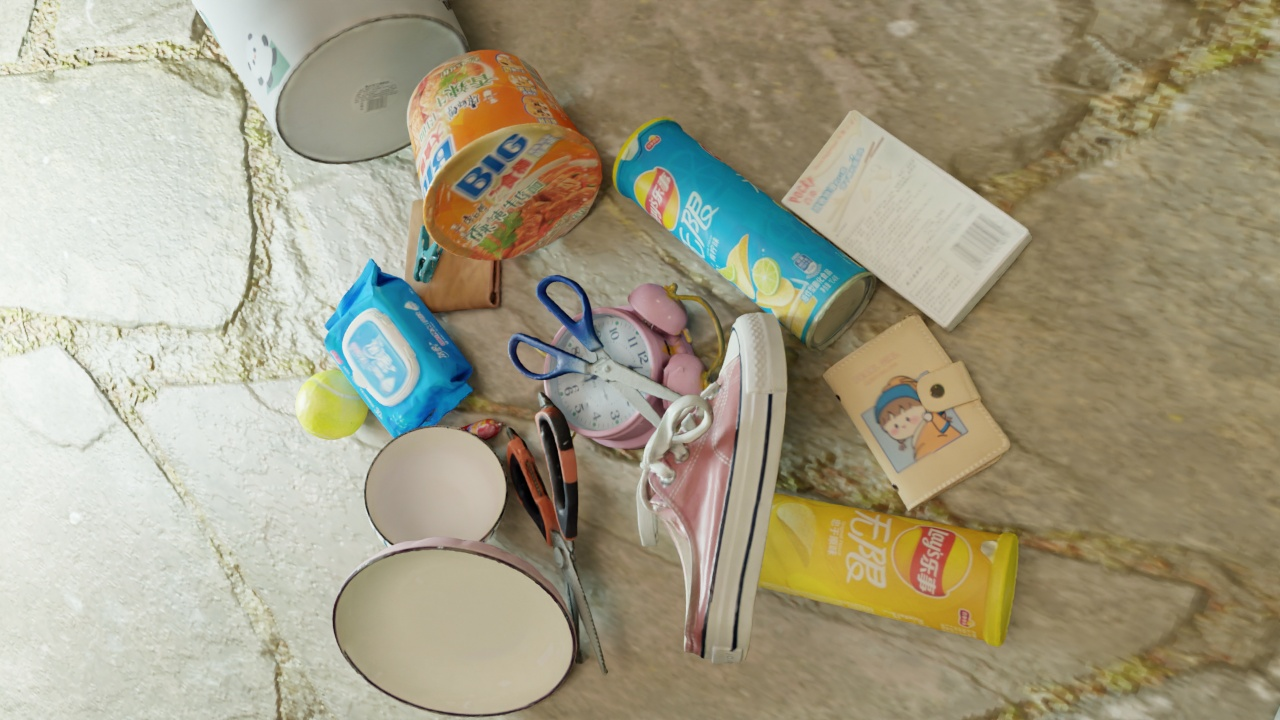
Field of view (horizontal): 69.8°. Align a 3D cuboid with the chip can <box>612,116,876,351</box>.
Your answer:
[{"bbox_3d":[0.073,-0.098,0.685,0.210,0.071,0.071,43,104,25],"label":"chip can"}]

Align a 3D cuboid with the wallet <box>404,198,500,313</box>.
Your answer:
[{"bbox_3d":[-0.173,-0.100,0.844,0.101,0.020,0.115,-4,80,26],"label":"wallet"}]

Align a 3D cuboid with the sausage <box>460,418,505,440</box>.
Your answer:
[{"bbox_3d":[-0.185,0.080,0.828,0.156,0.020,0.020,-23,74,23],"label":"sausage"}]

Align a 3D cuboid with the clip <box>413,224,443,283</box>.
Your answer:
[{"bbox_3d":[-0.193,-0.097,0.835,0.037,0.013,0.055,10,85,30],"label":"clip"}]

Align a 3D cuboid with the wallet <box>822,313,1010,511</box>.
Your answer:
[{"bbox_3d":[0.192,0.033,0.637,0.087,0.024,0.115,-38,67,24],"label":"wallet"}]

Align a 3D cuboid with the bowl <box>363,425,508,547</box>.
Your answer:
[{"bbox_3d":[-0.173,0.120,0.779,0.116,0.066,0.116,5,61,-10],"label":"bowl"}]

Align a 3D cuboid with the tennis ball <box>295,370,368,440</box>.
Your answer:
[{"bbox_3d":[-0.289,0.042,0.860,0.066,0.065,0.065,-4,82,27],"label":"tennis ball"}]

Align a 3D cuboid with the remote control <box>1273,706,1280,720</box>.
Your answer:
[{"bbox_3d":[0.395,0.195,0.513,0.056,0.020,0.136,23,95,28],"label":"remote control"}]

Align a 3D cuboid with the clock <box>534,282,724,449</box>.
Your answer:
[{"bbox_3d":[-0.004,0.004,0.720,0.159,0.059,0.117,-24,73,23],"label":"clock"}]

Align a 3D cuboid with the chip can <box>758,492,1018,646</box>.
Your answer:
[{"bbox_3d":[0.139,0.134,0.624,0.214,0.072,0.072,6,87,29],"label":"chip can"}]

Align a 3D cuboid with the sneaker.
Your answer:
[{"bbox_3d":[0.044,0.071,0.601,0.088,0.118,0.240,9,64,6],"label":"sneaker"}]

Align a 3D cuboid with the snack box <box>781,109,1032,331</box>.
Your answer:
[{"bbox_3d":[0.185,-0.100,0.653,0.157,0.026,0.085,44,104,25],"label":"snack box"}]

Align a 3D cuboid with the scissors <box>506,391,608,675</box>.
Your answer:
[{"bbox_3d":[-0.066,0.133,0.730,0.224,0.015,0.189,51,141,38],"label":"scissors"}]

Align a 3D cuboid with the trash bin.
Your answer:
[{"bbox_3d":[-0.289,-0.333,0.825,0.230,0.229,0.252,-36,74,19],"label":"trash bin"}]

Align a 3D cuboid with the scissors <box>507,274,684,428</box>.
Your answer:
[{"bbox_3d":[-0.029,-0.007,0.694,0.170,0.012,0.144,-2,84,28],"label":"scissors"}]

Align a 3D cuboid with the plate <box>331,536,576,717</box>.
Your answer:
[{"bbox_3d":[-0.145,0.208,0.731,0.192,0.039,0.193,2,122,2],"label":"plate"}]

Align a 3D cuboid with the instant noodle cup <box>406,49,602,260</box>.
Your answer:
[{"bbox_3d":[-0.120,-0.173,0.759,0.152,0.151,0.111,-36,61,19],"label":"instant noodle cup"}]

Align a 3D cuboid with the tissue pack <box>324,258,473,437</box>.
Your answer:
[{"bbox_3d":[-0.223,-0.007,0.825,0.095,0.052,0.157,-44,78,23],"label":"tissue pack"}]
